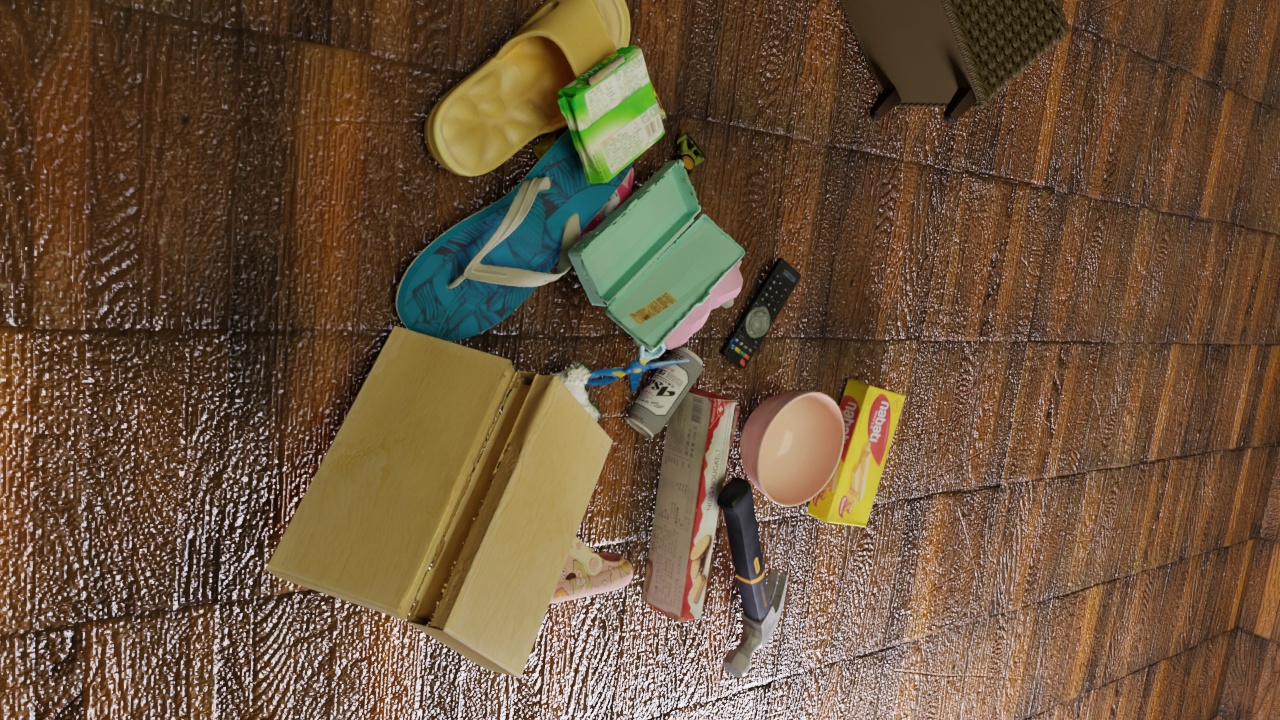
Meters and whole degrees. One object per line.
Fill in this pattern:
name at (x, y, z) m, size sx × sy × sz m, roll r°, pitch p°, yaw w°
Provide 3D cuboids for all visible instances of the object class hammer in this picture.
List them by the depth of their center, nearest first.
hammer at (0.132, 0.263, 1.148) m, size 0.139 × 0.035 × 0.313 m, roll -49°, pitch 142°, yaw -32°

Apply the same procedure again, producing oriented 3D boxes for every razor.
razor at (0.031, -0.182, 1.014) m, size 0.044 × 0.021 × 0.144 m, roll 42°, pitch 71°, yaw -44°

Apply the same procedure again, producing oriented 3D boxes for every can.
can at (0.028, 0.036, 1.063) m, size 0.044 × 0.044 × 0.106 m, roll 45°, pitch 74°, yaw -35°

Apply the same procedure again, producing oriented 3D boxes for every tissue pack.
tissue pack at (-0.025, -0.236, 0.874) m, size 0.113 × 0.034 × 0.100 m, roll -44°, pitch 133°, yaw -30°

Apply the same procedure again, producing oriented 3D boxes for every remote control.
remote control at (0.149, -0.059, 1.144) m, size 0.045 × 0.021 × 0.140 m, roll 34°, pitch 85°, yaw -36°

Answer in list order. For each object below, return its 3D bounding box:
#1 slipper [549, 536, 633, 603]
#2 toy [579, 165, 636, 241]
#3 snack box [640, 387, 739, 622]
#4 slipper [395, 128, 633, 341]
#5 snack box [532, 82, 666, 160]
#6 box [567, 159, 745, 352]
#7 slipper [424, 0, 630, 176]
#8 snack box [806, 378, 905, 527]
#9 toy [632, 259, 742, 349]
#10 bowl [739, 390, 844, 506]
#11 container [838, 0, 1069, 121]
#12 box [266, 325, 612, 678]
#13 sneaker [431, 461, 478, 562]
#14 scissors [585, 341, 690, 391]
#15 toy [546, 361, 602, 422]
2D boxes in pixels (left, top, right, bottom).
slipper at (-0.091, 0.215, 0.995) m, size 0.197 × 0.093 × 0.081 m, roll 4°, pitch 88°, yaw -38°
toy at (-0.032, -0.154, 0.971) m, size 0.102 × 0.050 × 0.065 m, roll -41°, pitch 127°, yaw -15°
snack box at (0.058, 0.172, 1.100) m, size 0.044 × 0.077 × 0.273 m, roll 2°, pitch 100°, yaw -40°
slipper at (-0.106, -0.121, 0.893) m, size 0.294 × 0.060 × 0.118 m, roll -46°, pitch 134°, yaw -8°
snack box at (-0.040, -0.237, 0.954) m, size 0.148 × 0.026 × 0.061 m, roll -44°, pitch 123°, yaw -20°
box at (0.020, -0.110, 0.955) m, size 0.186 × 0.055 × 0.138 m, roll -46°, pitch 110°, yaw -33°
slipper at (-0.090, -0.270, 0.878) m, size 0.262 × 0.078 × 0.099 m, roll -45°, pitch 126°, yaw -20°
snack box at (0.305, 0.132, 1.293) m, size 0.092 × 0.042 × 0.200 m, roll 15°, pitch 92°, yaw -39°
toy at (0.048, -0.082, 1.035) m, size 0.157 × 0.067 × 0.123 m, roll -43°, pitch 122°, yaw -25°
bowl at (0.182, 0.104, 1.174) m, size 0.152 × 0.076 × 0.153 m, roll -10°, pitch 108°, yaw -34°
container at (0.335, -0.455, 1.089) m, size 0.204 × 0.176 × 0.321 m, roll -47°, pitch 124°, yaw -14°
box at (-0.161, 0.120, 0.824) m, size 0.252 × 0.119 × 0.247 m, roll 28°, pitch 61°, yaw -14°
sneaker at (-0.170, 0.127, 0.921) m, size 0.244 × 0.091 × 0.097 m, roll -18°, pitch 95°, yaw -31°
scissors at (-0.006, 0.006, 1.006) m, size 0.125 × 0.127 × 0.013 m, roll -8°, pitch 66°, yaw -10°
toy at (-0.095, 0.054, 0.978) m, size 0.108 × 0.041 × 0.096 m, roll -32°, pitch 133°, yaw -23°
